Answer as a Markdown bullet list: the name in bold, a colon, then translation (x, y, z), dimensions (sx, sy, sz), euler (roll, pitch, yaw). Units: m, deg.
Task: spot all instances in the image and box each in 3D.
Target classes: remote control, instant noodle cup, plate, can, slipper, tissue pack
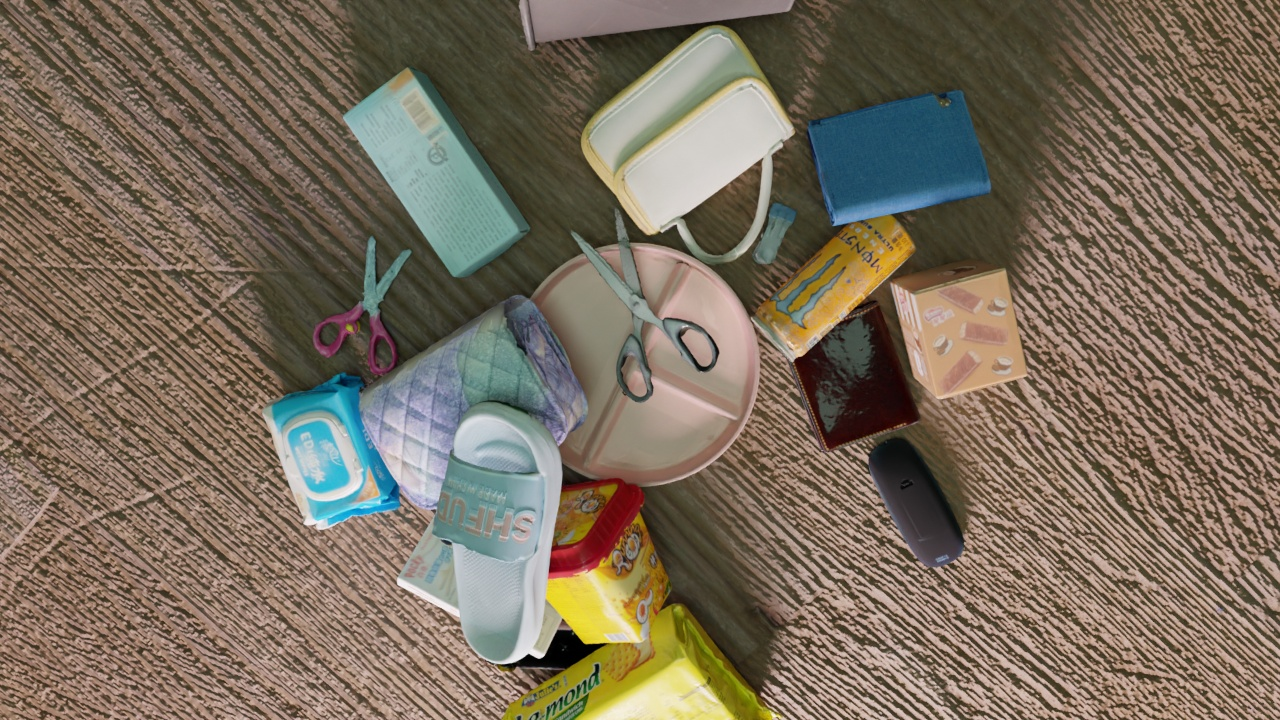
- **remote control**: translation (0.260, 0.137, 0.860), dimensions (0.053, 0.024, 0.136), euler (-29, 98, 10)
- **instant noodle cup**: translation (-0.039, 0.189, 0.846), dimensions (0.116, 0.115, 0.124), euler (-14, 115, 35)
- **plate**: translation (-0.005, 0.005, 0.851), dimensions (0.229, 0.028, 0.229), euler (1, 103, 4)
- **can**: translation (0.168, -0.067, 0.800), dimensions (0.146, 0.058, 0.058), euler (-43, 96, 5)
- **slipper**: translation (-0.128, 0.148, 0.763), dimensions (0.104, 0.074, 0.246), euler (16, 112, 31)
- **tissue pack**: translation (-0.291, 0.087, 0.871), dimensions (0.090, 0.063, 0.140), euler (-16, 100, 7)

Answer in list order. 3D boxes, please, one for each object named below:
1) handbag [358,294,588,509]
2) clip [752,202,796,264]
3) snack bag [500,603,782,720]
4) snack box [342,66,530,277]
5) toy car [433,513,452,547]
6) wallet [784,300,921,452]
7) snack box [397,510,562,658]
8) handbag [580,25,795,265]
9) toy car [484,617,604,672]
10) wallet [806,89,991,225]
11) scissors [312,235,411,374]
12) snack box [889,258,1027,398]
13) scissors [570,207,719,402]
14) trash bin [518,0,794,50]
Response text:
- **handbag**: translation (-0.151, 0.041, 0.827), dimensions (0.194, 0.075, 0.134), euler (-28, 95, 24)
- **clip**: translation (0.119, -0.113, 0.822), dimensions (0.024, 0.029, 0.057), euler (25, 95, -3)
- **snack bag**: translation (-0.006, 0.354, 0.892), dimensions (0.247, 0.068, 0.158), euler (-34, 108, 10)
- **snack box**: translation (-0.179, -0.166, 0.816), dimensions (0.074, 0.051, 0.175), euler (-33, 97, 11)
- **toy car**: translation (-0.151, 0.146, 0.874), dimensions (0.090, 0.035, 0.042), euler (-26, 70, -13)
- **wallet**: translation (0.192, 0.016, 0.844), dimensions (0.096, 0.020, 0.122), euler (-20, 101, 13)
- **snack box**: translation (-0.143, 0.211, 0.881), dimensions (0.157, 0.027, 0.084), euler (28, 61, -1)
- **handbag**: translation (0.055, -0.175, 0.796), dimensions (0.163, 0.063, 0.179), euler (-35, 101, 12)
- **toy car**: translation (-0.097, 0.280, 0.912), dimensions (0.122, 0.037, 0.056), euler (6, 108, -10)
- **wallet**: translation (0.214, -0.172, 0.773), dimensions (0.133, 0.040, 0.106), euler (-11, 69, 3)
- **scissors**: translation (-0.248, -0.047, 0.866), dimensions (0.105, 0.017, 0.136), euler (39, 98, -3)
- **snack box**: translation (0.272, -0.030, 0.790), dimensions (0.077, 0.092, 0.094), euler (-15, 100, 7)
- **scissors**: translation (0.000, -0.043, 0.821), dimensions (0.173, 0.014, 0.159), euler (20, 101, 2)
- **trash bin**: translation (0.012, -0.358, 0.688), dimensions (0.220, 0.199, 0.198), euler (-3, 85, -2)
